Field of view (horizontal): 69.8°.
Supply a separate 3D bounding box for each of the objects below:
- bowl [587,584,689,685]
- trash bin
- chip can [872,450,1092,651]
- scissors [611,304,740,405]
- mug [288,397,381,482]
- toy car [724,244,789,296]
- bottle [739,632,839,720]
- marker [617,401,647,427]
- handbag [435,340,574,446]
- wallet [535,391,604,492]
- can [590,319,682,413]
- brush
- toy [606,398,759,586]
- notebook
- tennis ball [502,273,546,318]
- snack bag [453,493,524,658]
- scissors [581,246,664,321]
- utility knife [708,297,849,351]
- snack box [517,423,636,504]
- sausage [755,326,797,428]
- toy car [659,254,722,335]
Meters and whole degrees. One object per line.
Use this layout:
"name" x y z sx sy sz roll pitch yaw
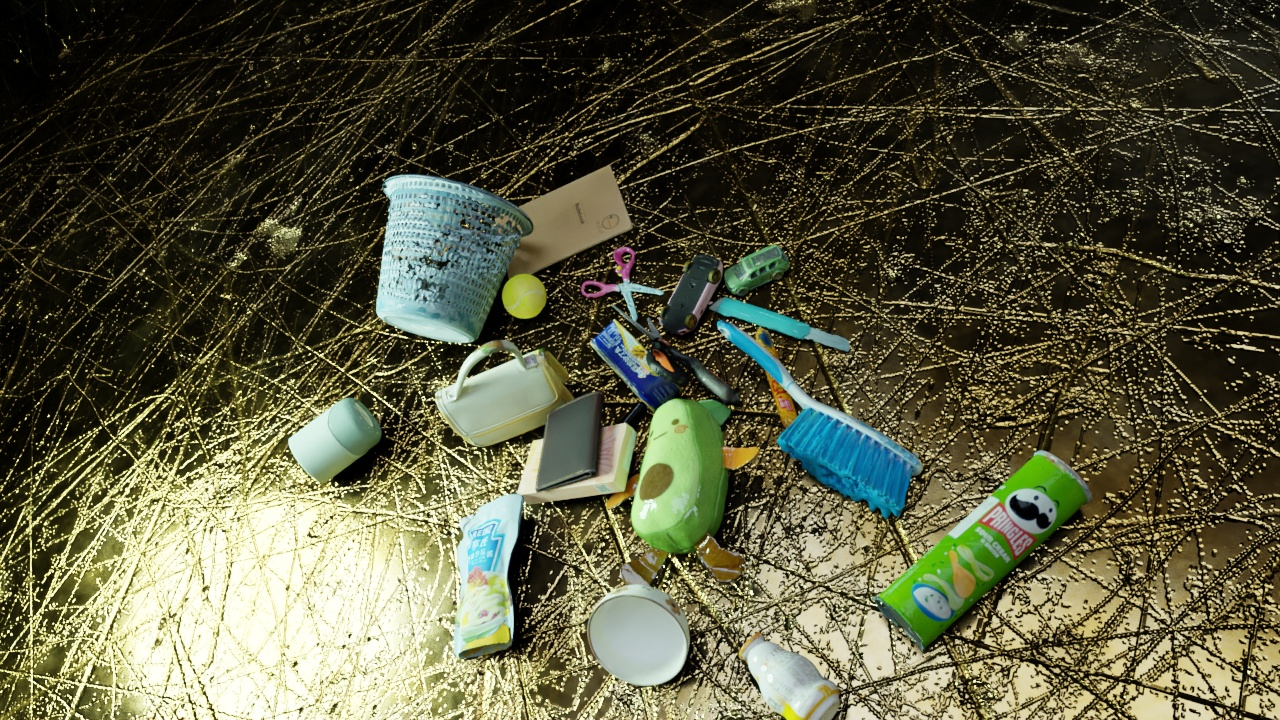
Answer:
"bowl" 0.004 0.295 1.020 0.114 0.113 0.062 -5 16 20
"trash bin" -0.289 -0.137 1.345 0.227 0.226 0.195 8 79 26
"chip can" 0.352 0.195 0.947 0.236 0.072 0.072 -40 53 -4
"scissors" 0.037 -0.012 1.175 0.221 0.221 0.022 35 104 11
"mug" -0.438 0.108 1.328 0.106 0.082 0.112 -38 22 -3
"toy car" 0.157 -0.124 1.251 0.091 0.036 0.043 -28 55 9
"bottle" 0.151 0.331 0.948 0.063 0.063 0.108 -45 55 -9
"marker" -0.038 0.107 1.193 0.020 0.022 0.132 41 78 0
"handbag" -0.185 0.040 1.199 0.163 0.179 0.063 -22 59 7
"wallet" -0.089 0.103 1.160 0.097 0.020 0.122 -24 43 31
"can" -0.007 0.007 1.211 0.049 0.074 0.148 -42 53 -2
"brush" 0.192 0.061 1.088 0.315 0.061 0.109 31 68 24
"toy" 0.047 0.149 1.086 0.228 0.090 0.246 -20 50 29
"notebook" -0.124 -0.216 1.440 0.208 0.008 0.147 -23 54 8
"tennis ball" -0.170 -0.094 1.345 0.065 0.065 0.065 -11 56 16
"snack bag" -0.191 0.265 1.139 0.111 0.038 0.190 -30 49 36
"scissors" -0.030 -0.107 1.329 0.128 0.017 0.133 -20 58 7
"utility knife" 0.181 -0.047 1.204 0.210 0.013 0.029 22 69 34
"snack box" -0.081 0.132 1.163 0.158 0.026 0.084 -13 48 32
"sausage" 0.171 0.022 1.160 0.021 0.021 0.165 -20 54 10
"toy car" 0.072 -0.089 1.263 0.056 0.037 0.122 23 82 40
